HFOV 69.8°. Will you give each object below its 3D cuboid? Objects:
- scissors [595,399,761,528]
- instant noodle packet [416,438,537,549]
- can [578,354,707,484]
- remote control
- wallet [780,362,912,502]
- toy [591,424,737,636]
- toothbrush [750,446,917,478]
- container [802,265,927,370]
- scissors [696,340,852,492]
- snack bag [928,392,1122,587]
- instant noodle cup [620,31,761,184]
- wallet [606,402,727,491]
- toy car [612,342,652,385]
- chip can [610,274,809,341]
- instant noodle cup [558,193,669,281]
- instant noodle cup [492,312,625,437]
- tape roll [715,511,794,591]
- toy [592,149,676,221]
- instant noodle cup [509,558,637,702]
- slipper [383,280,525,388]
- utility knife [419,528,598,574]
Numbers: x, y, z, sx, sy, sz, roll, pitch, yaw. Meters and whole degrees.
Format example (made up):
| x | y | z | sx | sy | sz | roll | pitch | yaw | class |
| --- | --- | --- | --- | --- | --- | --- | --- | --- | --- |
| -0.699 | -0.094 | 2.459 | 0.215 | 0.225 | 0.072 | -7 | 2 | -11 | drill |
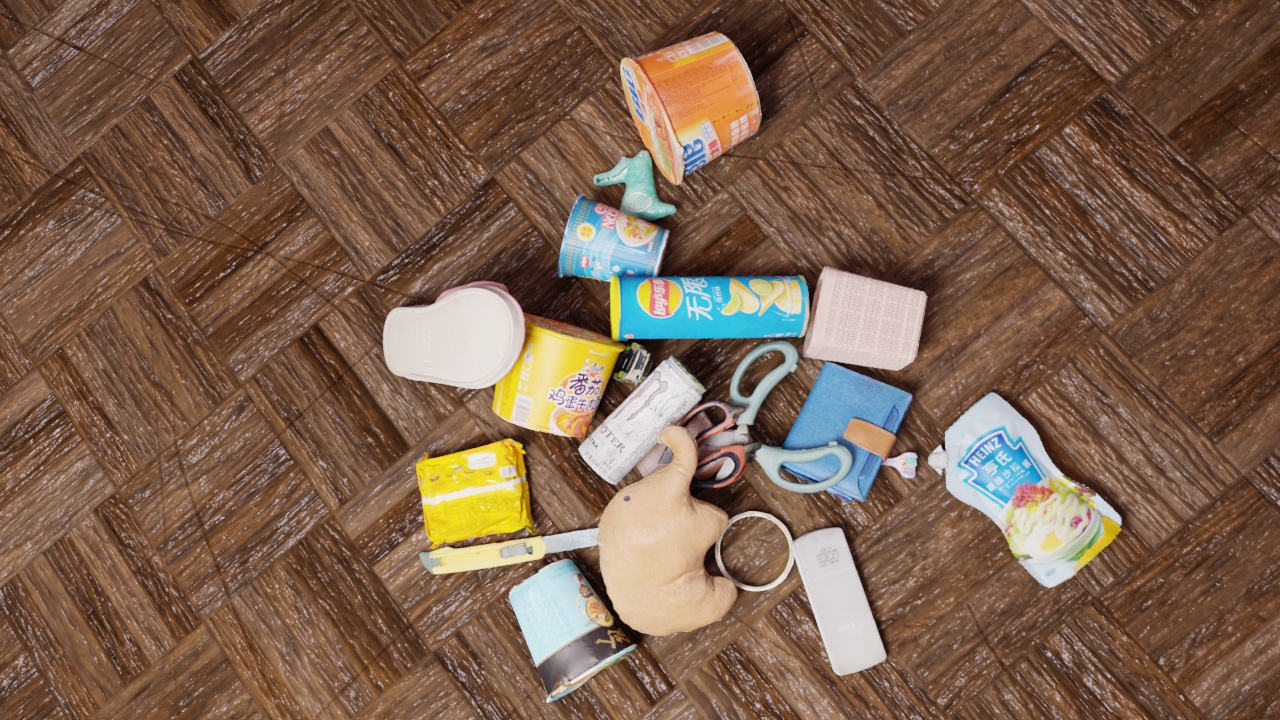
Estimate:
| x | y | z | sx | sy | sz | roll | pitch | yaw | class |
| --- | --- | --- | --- | --- | --- | --- | --- | --- | --- |
| 0.037 | 0.136 | 0.994 | 0.193 | 0.015 | 0.207 | 13 | 93 | 24 | scissors |
| -0.185 | 0.150 | 1.040 | 0.128 | 0.044 | 0.110 | -11 | 86 | 10 | instant noodle packet |
| 0.002 | 0.064 | 0.991 | 0.147 | 0.058 | 0.058 | -46 | 78 | 5 | can |
| 0.210 | 0.254 | 0.976 | 0.058 | 0.021 | 0.150 | -17 | 81 | -5 | remote control |
| 0.219 | 0.076 | 0.985 | 0.106 | 0.040 | 0.133 | 24 | 75 | 23 | wallet |
| 0.021 | 0.182 | 0.957 | 0.143 | 0.082 | 0.226 | -10 | 104 | -6 | toy |
| 0.204 | 0.107 | 1.005 | 0.189 | 0.021 | 0.029 | 4 | 100 | 11 | toothbrush |
| 0.241 | -0.041 | 0.990 | 0.111 | 0.090 | 0.090 | 12 | 83 | 6 | container |
| 0.144 | 0.058 | 0.977 | 0.170 | 0.019 | 0.179 | 5 | 84 | 21 | scissors |
| 0.400 | 0.135 | 0.966 | 0.110 | 0.038 | 0.191 | -44 | 77 | 11 | snack bag |
| 0.059 | -0.289 | 1.028 | 0.111 | 0.151 | 0.151 | -27 | 78 | -6 | instant noodle cup |
| 0.033 | 0.088 | 1.028 | 0.101 | 0.032 | 0.124 | -33 | 78 | 5 | wallet |
| -0.006 | 0.006 | 1.015 | 0.035 | 0.090 | 0.042 | 22 | 85 | -5 | toy car |
| 0.073 | -0.057 | 1.002 | 0.210 | 0.071 | 0.071 | 0 | 81 | -5 | chip can |
| -0.027 | -0.128 | 1.042 | 0.110 | 0.099 | 0.099 | 15 | 83 | 2 | instant noodle cup |
| -0.096 | 0.017 | 1.006 | 0.138 | 0.138 | 0.110 | 17 | 96 | 10 | instant noodle cup |
| 0.125 | 0.208 | 1.003 | 0.086 | 0.014 | 0.085 | -1 | 81 | 8 | tape roll |
| -0.008 | -0.204 | 1.080 | 0.096 | 0.030 | 0.091 | -9 | 75 | 14 | toy |
| -0.080 | 0.282 | 0.979 | 0.111 | 0.111 | 0.120 | -33 | 72 | 2 | instant noodle cup |
| -0.200 | -0.025 | 1.003 | 0.275 | 0.054 | 0.114 | -5 | 88 | 48 | slipper |
| -0.145 | 0.214 | 1.038 | 0.219 | 0.022 | 0.031 | -10 | 89 | 4 | utility knife |
